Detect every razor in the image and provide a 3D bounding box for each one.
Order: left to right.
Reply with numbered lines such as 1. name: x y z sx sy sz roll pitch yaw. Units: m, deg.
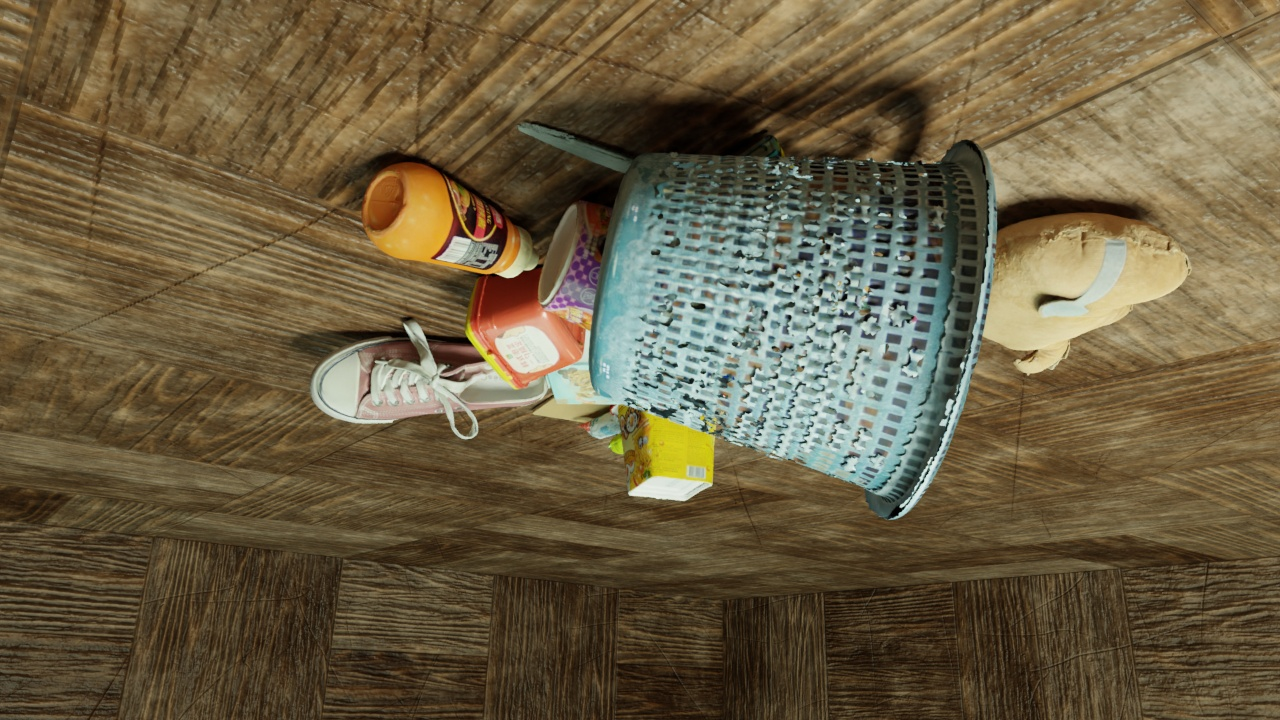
1. razor: 0.118 -0.112 0.630 0.132 0.028 0.043 24 139 -35

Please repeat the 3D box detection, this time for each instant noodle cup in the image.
1. instant noodle cup: -0.017 -0.064 0.679 0.099 0.111 0.112 19 155 -20
2. instant noodle cup: 0.032 0.088 1.043 0.116 0.123 0.116 9 154 -22

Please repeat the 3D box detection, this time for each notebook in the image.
1. notebook: -0.015 0.064 1.163 0.207 0.008 0.148 12 158 -26

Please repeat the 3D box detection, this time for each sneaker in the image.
1. sneaker: -0.208 0.019 0.915 0.241 0.118 0.088 -1 179 -10

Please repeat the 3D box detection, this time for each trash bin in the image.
1. trash bin: 0.077 -0.036 0.554 0.195 0.226 0.227 12 161 3

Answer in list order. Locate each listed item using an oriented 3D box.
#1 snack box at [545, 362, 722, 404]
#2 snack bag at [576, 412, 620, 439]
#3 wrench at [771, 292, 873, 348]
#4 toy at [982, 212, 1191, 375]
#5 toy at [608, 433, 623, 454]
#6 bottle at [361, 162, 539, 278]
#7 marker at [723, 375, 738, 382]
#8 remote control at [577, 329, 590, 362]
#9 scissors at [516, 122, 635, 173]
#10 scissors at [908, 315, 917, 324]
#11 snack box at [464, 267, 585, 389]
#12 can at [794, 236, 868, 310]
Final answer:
1. snack box: -0.005 0.005 0.916 0.175 0.051 0.074 0 146 6
2. snack bag: -0.036 0.079 1.153 0.045 0.026 0.106 26 149 -30
3. wrench: 0.128 -0.019 0.909 0.056 0.016 0.274 22 152 -33
4. toy: 0.318 -0.047 0.724 0.143 0.082 0.226 12 164 7
5. toy: 0.008 0.107 1.222 0.100 0.031 0.097 1 161 -11
6. bottle: -0.128 -0.093 0.669 0.067 0.066 0.149 -12 163 34
7. marker: 0.035 0.010 0.965 0.146 0.016 0.017 9 161 8
8. remote control: -0.051 -0.026 0.862 0.150 0.021 0.058 1 120 6
9. scissors: 0.006 -0.133 0.616 0.133 0.014 0.175 -7 156 26
10. scissors: 0.254 -0.036 0.856 0.108 0.017 0.136 19 158 -42
11. snack box: -0.096 -0.030 0.794 0.080 0.081 0.091 -14 136 19
12. can: 0.107 -0.058 0.741 0.146 0.058 0.058 -15 155 38
